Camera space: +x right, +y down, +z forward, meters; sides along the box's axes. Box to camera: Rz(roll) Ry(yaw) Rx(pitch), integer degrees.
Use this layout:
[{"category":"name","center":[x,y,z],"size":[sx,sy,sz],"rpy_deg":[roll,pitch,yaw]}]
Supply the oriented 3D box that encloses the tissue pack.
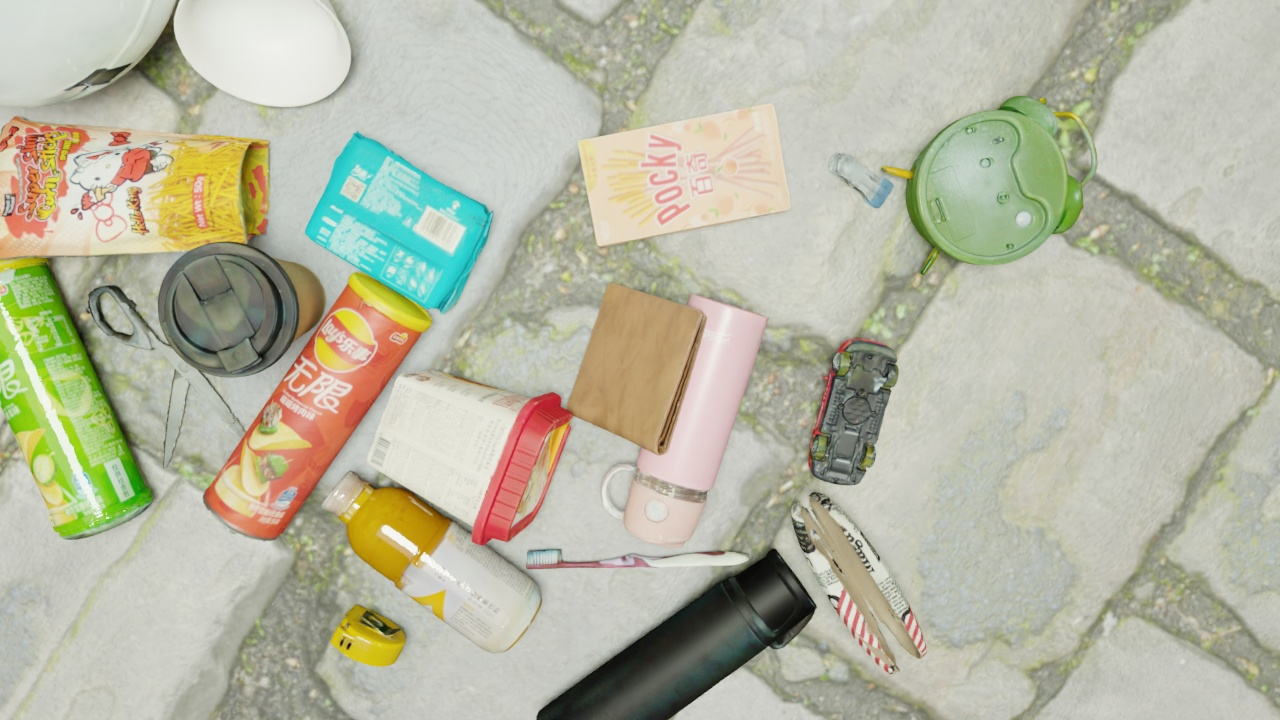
[{"category":"tissue pack","center":[-0.187,-0.106,0.711],"size":[0.133,0.050,0.093],"rpy_deg":[31,97,-5]}]

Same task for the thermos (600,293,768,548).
[{"category":"thermos","center":[0.032,0.046,0.735],"size":[0.087,0.067,0.199],"rpy_deg":[21,98,16]}]

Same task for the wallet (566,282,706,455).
[{"category":"wallet","center":[-0.004,0.004,0.719],"size":[0.101,0.020,0.115],"rpy_deg":[22,96,38]}]

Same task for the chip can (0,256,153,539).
[{"category":"chip can","center":[-0.455,0.029,0.710],"size":[0.072,0.072,0.221],"rpy_deg":[-20,97,1]}]

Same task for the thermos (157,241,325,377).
[{"category":"thermos","center":[-0.281,-0.040,0.670],"size":[0.093,0.143,0.093],"rpy_deg":[0,97,-2]}]

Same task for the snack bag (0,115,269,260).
[{"category":"snack bag","center":[-0.391,-0.129,0.686],"size":[0.208,0.073,0.128],"rpy_deg":[1,62,-5]}]

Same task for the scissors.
[{"category":"scissors","center":[-0.373,0.001,0.739],"size":[0.159,0.014,0.180],"rpy_deg":[22,97,-5]}]

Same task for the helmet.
[{"category":"helmet","center":[-0.389,-0.277,0.615],"size":[0.258,0.229,0.146],"rpy_deg":[-53,134,2]}]

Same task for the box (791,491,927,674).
[{"category":"box","center":[0.186,0.176,0.756],"size":[0.073,0.076,0.163],"rpy_deg":[-34,96,7]}]

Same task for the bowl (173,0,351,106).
[{"category":"bowl","center":[-0.273,-0.253,0.675],"size":[0.118,0.118,0.064],"rpy_deg":[-5,59,-1]}]

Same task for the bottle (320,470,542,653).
[{"category":"bottle","center":[-0.169,0.159,0.739],"size":[0.189,0.068,0.068],"rpy_deg":[38,95,-6]}]

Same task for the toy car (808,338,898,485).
[{"category":"toy car","center":[0.169,0.040,0.744],"size":[0.053,0.045,0.120],"rpy_deg":[14,102,-6]}]

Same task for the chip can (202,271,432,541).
[{"category":"chip can","center":[-0.254,0.036,0.718],"size":[0.073,0.073,0.217],"rpy_deg":[37,95,-6]}]

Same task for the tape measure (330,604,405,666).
[{"category":"tape measure","center":[-0.220,0.224,0.750],"size":[0.057,0.060,0.029],"rpy_deg":[27,91,-4]}]

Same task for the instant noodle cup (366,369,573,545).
[{"category":"instant noodle cup","center":[-0.132,0.065,0.711],"size":[0.124,0.116,0.117],"rpy_deg":[23,96,6]}]

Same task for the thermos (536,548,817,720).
[{"category":"thermos","center":[0.037,0.258,0.762],"size":[0.242,0.068,0.090],"rpy_deg":[-35,119,3]}]

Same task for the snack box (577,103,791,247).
[{"category":"snack box","center":[0.035,-0.145,0.725],"size":[0.157,0.026,0.084],"rpy_deg":[-11,98,-1]}]

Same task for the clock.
[{"category":"clock","center":[0.281,-0.140,0.719],"size":[0.161,0.056,0.116],"rpy_deg":[-23,98,1]}]

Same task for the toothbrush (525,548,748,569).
[{"category":"toothbrush","center":[-0.003,0.166,0.772],"size":[0.187,0.016,0.017],"rpy_deg":[-1,88,-1]}]

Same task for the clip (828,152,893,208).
[{"category":"clip","center":[0.177,-0.146,0.733],"size":[0.056,0.027,0.024],"rpy_deg":[34,97,-16]}]
